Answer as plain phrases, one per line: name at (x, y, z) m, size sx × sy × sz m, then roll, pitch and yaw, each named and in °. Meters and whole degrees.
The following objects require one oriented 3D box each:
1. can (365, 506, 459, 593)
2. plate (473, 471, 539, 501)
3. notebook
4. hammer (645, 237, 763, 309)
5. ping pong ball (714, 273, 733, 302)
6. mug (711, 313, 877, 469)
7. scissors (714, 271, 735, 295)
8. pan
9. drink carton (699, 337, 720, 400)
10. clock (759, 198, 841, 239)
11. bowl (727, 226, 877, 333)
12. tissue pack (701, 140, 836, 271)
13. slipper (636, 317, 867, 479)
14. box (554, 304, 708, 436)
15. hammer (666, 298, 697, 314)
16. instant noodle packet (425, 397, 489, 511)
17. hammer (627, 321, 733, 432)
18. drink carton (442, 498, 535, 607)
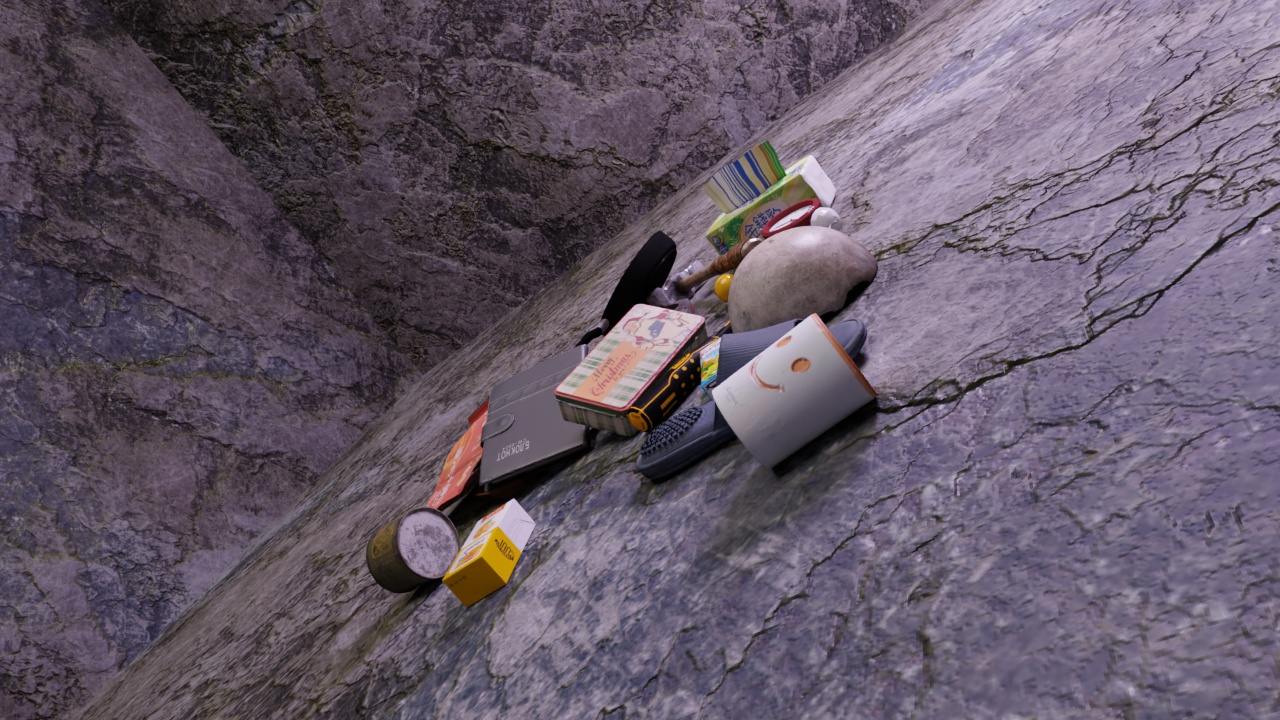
can at (-0.282, 0.235, 1.135) m, size 0.075 × 0.090 × 0.089 m, roll -29°, pitch 15°, yaw 37°
plate at (-0.171, 0.152, 1.269) m, size 0.131 × 0.025 × 0.131 m, roll -37°, pitch 12°, yaw 9°
notebook at (-0.143, 0.076, 1.250) m, size 0.170 × 0.029 × 0.208 m, roll -23°, pitch 33°, yaw 13°
hammer at (0.107, -0.137, 1.404) m, size 0.121 × 0.049 × 0.319 m, roll -39°, pitch 6°, yaw -18°
ping pong ball at (0.125, -0.103, 1.300) m, size 0.040 × 0.040 × 0.040 m, roll -37°, pitch 12°, yaw 9°
mug at (0.123, 0.025, 0.737) m, size 0.105 × 0.082 × 0.082 m, roll -37°, pitch 12°, yaw 11°
scissors at (0.166, -0.132, 1.342) m, size 0.126 × 0.019 × 0.144 m, roll -38°, pitch 14°, yaw -1°
pan at (-0.039, -0.073, 1.520) m, size 0.354 × 0.044 × 0.205 m, roll -54°, pitch -8°, yaw -34°
drink carton at (0.088, 0.010, 0.996) m, size 0.044 × 0.038 × 0.128 m, roll -36°, pitch 12°, yaw 13°
clock at (0.219, -0.177, 1.257) m, size 0.096 × 0.048 × 0.137 m, roll -34°, pitch 17°, yaw 2°
bowl at (0.166, -0.102, 1.031) m, size 0.178 × 0.081 × 0.178 m, roll -29°, pitch 16°, yaw 9°
tissue pack at (0.186, -0.256, 1.441) m, size 0.198 × 0.141 × 0.120 m, roll -33°, pitch 13°, yaw 26°
slipper at (0.087, 0.018, 0.873) m, size 0.264 × 0.082 × 0.101 m, roll -34°, pitch 11°, yaw 22°
box at (-0.007, 0.007, 1.157) m, size 0.118 × 0.050 × 0.204 m, roll 11°, pitch 43°, yaw 35°
hammer at (-0.034, -0.006, 1.448) m, size 0.301 × 0.028 × 0.110 m, roll -33°, pitch 14°, yaw 27°
instant noodle packet at (-0.248, 0.146, 1.358) m, size 0.165 × 0.084 × 0.220 m, roll -38°, pitch 12°, yaw 42°
hammer at (0.094, -0.022, 1.121) m, size 0.319 × 0.036 × 0.123 m, roll -44°, pitch 15°, yaw -33°
drink carton at (-0.163, 0.207, 1.006) m, size 0.059 × 0.040 × 0.122 m, roll -34°, pitch 13°, yaw 21°
